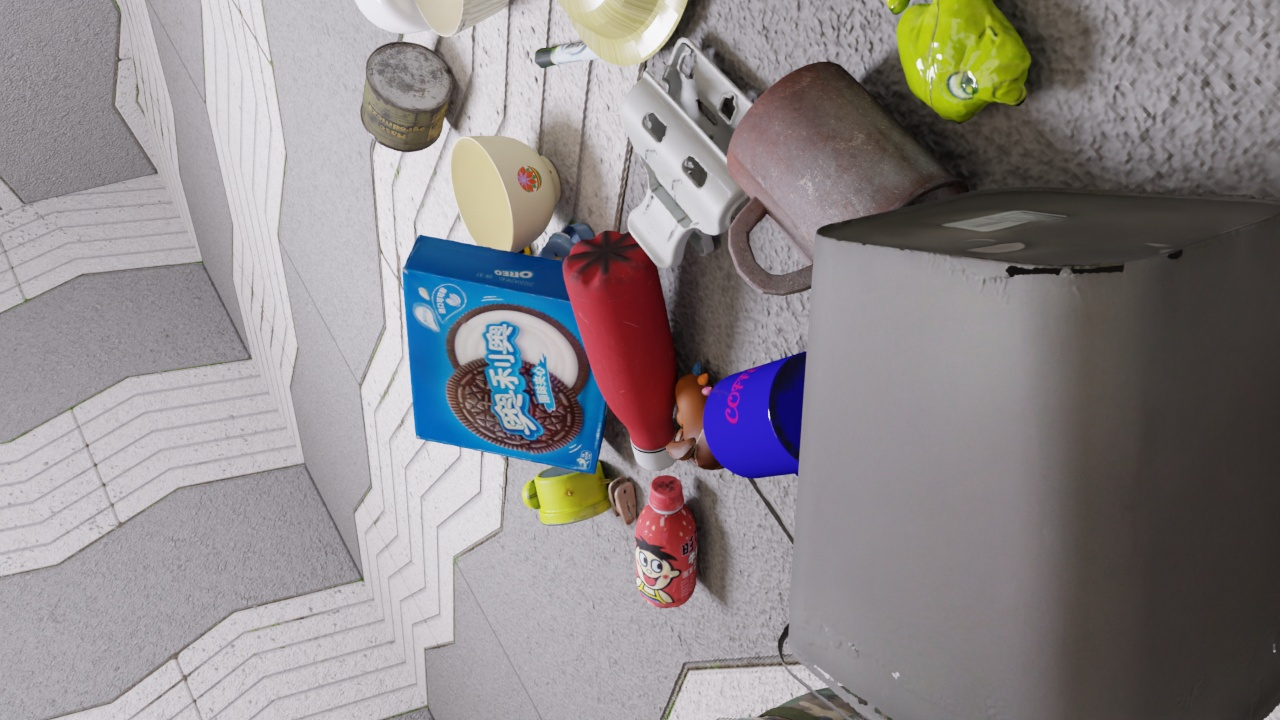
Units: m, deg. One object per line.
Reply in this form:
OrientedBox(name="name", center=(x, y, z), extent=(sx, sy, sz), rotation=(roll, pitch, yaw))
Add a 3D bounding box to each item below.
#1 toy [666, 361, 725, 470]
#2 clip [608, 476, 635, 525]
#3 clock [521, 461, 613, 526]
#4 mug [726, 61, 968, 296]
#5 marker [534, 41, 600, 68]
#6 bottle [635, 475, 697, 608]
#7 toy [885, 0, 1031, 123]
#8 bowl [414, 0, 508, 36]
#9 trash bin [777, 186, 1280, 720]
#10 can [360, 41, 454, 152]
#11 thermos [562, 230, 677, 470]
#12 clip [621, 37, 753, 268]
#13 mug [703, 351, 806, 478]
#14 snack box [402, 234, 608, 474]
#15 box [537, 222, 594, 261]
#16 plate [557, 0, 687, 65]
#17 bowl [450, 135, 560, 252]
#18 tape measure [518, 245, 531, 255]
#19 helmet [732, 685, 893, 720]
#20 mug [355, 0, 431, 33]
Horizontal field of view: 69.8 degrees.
OrientedBox(name="toy", center=(0.059, 0.035, 0.740), extent=(0.103, 0.070, 0.090), rotation=(113, 147, -41))
OrientedBox(name="clip", center=(-0.017, 0.152, 0.975), extent=(0.049, 0.025, 0.061), rotation=(58, 151, 12))
OrientedBox(name="clock", center=(-0.082, 0.146, 1.018), extent=(0.119, 0.083, 0.057), rotation=(-5, 101, 56))
OrientedBox(name="mug", center=(0.099, -0.091, 0.512), extent=(0.110, 0.123, 0.096), rotation=(54, 174, 29))
OrientedBox(name="marker", center=(-0.044, -0.250, 0.738), extent=(0.147, 0.017, 0.017), rotation=(17, 125, 53))
OrientedBox(name="bottle", center=(0.025, 0.170, 0.880), extent=(0.062, 0.061, 0.138), rotation=(37, 140, 42))
OrientedBox(name="toy", center=(0.155, -0.166, 0.451), extent=(0.094, 0.036, 0.094), rotation=(41, 136, 41))
OrientedBox(name="bowl", center=(-0.156, -0.349, 0.803), extent=(0.115, 0.062, 0.115), rotation=(39, 141, 41))
OrientedBox(name="trash bin", center=(0.178, 0.044, 0.418), extent=(0.198, 0.197, 0.220), rotation=(20, 121, 55))
OrientedBox(name="can", center=(-0.251, -0.280, 0.981), extent=(0.090, 0.089, 0.075), rotation=(60, 150, 11))
OrientedBox(name="thermos", center=(-0.005, 0.004, 0.782), extent=(0.073, 0.073, 0.240), rotation=(36, 151, 42))
OrientedBox(name="clip", center=(0.030, -0.131, 0.648), extent=(0.125, 0.089, 0.151), rotation=(55, 139, 25))
OrientedBox(name="mug", center=(0.110, 0.051, 0.647), extent=(0.111, 0.079, 0.084), rotation=(45, 154, -12))
OrientedBox(name="snack box", center=(-0.124, 0.001, 0.891), extent=(0.239, 0.195, 0.056), rotation=(99, -178, -45))
OrientedBox(name="box", center=(-0.099, -0.058, 0.916), extent=(0.067, 0.052, 0.210), rotation=(58, 146, 8))
OrientedBox(name="plate", center=(-0.032, -0.301, 0.640), extent=(0.184, 0.036, 0.185), rotation=(31, 129, 47))
OrientedBox(name="bowl", center=(-0.118, -0.160, 0.865), extent=(0.118, 0.073, 0.118), rotation=(38, 140, 41))
OrientedBox(name="tape measure", center=(-0.143, -0.113, 0.985), extent=(0.059, 0.030, 0.068), rotation=(60, 151, 15))
OrientedBox(name="helmet", center=(0.125, 0.351, 0.658), extent=(0.193, 0.235, 0.225), rotation=(34, 127, 52))
OrientedBox(name="mug", center=(-0.220, -0.371, 0.870), extent=(0.068, 0.094, 0.115), rotation=(20, 105, 51))
